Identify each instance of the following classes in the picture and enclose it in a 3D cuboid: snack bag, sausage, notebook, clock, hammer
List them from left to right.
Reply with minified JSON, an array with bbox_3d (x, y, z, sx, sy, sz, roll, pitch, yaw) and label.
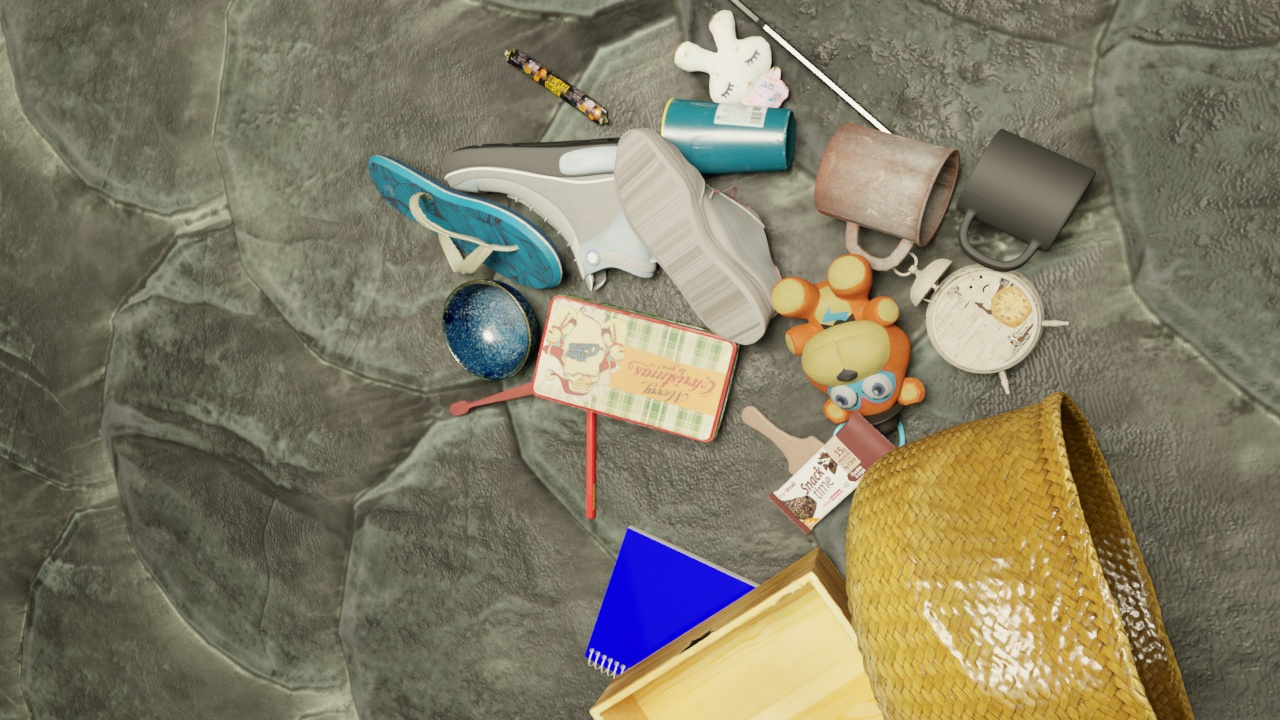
[{"bbox_3d":[-0.092,-0.302,1.006,0.155,0.020,0.020,38,107,16],"label":"sausage"},{"bbox_3d":[0.054,0.299,0.995,0.209,0.022,0.172,22,101,20],"label":"notebook"},{"bbox_3d":[0.147,-0.297,0.882,0.325,0.094,0.015,43,108,7],"label":"hammer"},{"bbox_3d":[0.185,0.113,0.896,0.057,0.013,0.158,46,134,11],"label":"snack bag"},{"bbox_3d":[0.297,-0.049,0.841,0.157,0.061,0.103,39,107,13],"label":"clock"}]

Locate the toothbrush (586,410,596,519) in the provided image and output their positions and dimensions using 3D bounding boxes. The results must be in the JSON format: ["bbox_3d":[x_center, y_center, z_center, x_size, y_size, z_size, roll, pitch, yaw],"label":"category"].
[{"bbox_3d":[-0.050,0.073,1.023,0.018,0.012,0.212,3,95,22],"label":"toothbrush"}]

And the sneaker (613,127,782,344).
[{"bbox_3d":[0.067,-0.133,0.905,0.099,0.089,0.236,-24,103,48],"label":"sneaker"}]

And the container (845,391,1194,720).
[{"bbox_3d":[0.300,0.202,0.738,0.197,0.306,0.307,-20,86,30],"label":"container"}]

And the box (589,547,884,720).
[{"bbox_3d":[0.117,0.391,0.793,0.279,0.336,0.286,-37,86,13],"label":"box"}]

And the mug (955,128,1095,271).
[{"bbox_3d":[0.329,-0.134,0.807,0.088,0.078,0.113,31,91,17],"label":"mug"}]

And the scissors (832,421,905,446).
[{"bbox_3d":[0.224,0.122,0.912,0.076,0.015,0.141,0,89,21],"label":"scissors"}]

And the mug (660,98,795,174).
[{"bbox_3d":[0.089,-0.220,0.910,0.121,0.078,0.078,5,96,18],"label":"mug"}]

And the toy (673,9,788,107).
[{"bbox_3d":[0.096,-0.294,0.918,0.122,0.038,0.079,42,101,12],"label":"toy"}]

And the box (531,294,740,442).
[{"bbox_3d":[-0.006,0.006,0.962,0.205,0.050,0.118,16,101,9],"label":"box"}]

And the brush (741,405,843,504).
[{"bbox_3d":[0.160,0.090,0.936,0.136,0.015,0.050,38,121,22],"label":"brush"}]

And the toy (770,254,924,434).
[{"bbox_3d":[0.201,-0.013,0.869,0.112,0.096,0.176,-22,112,31],"label":"toy"}]

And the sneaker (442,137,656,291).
[{"bbox_3d":[-0.095,-0.156,0.990,0.257,0.092,0.160,2,103,24],"label":"sneaker"}]

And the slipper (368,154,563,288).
[{"bbox_3d":[-0.207,-0.142,1.018,0.295,0.118,0.060,29,67,25],"label":"slipper"}]

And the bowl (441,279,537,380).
[{"bbox_3d":[-0.160,-0.040,1.030,0.114,0.060,0.114,7,109,21],"label":"bowl"}]

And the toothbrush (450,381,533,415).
[{"bbox_3d":[-0.140,0.036,1.050,0.190,0.016,0.016,-16,88,26],"label":"toothbrush"}]

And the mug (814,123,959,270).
[{"bbox_3d":[0.221,-0.148,0.846,0.110,0.096,0.123,25,104,31],"label":"mug"}]
